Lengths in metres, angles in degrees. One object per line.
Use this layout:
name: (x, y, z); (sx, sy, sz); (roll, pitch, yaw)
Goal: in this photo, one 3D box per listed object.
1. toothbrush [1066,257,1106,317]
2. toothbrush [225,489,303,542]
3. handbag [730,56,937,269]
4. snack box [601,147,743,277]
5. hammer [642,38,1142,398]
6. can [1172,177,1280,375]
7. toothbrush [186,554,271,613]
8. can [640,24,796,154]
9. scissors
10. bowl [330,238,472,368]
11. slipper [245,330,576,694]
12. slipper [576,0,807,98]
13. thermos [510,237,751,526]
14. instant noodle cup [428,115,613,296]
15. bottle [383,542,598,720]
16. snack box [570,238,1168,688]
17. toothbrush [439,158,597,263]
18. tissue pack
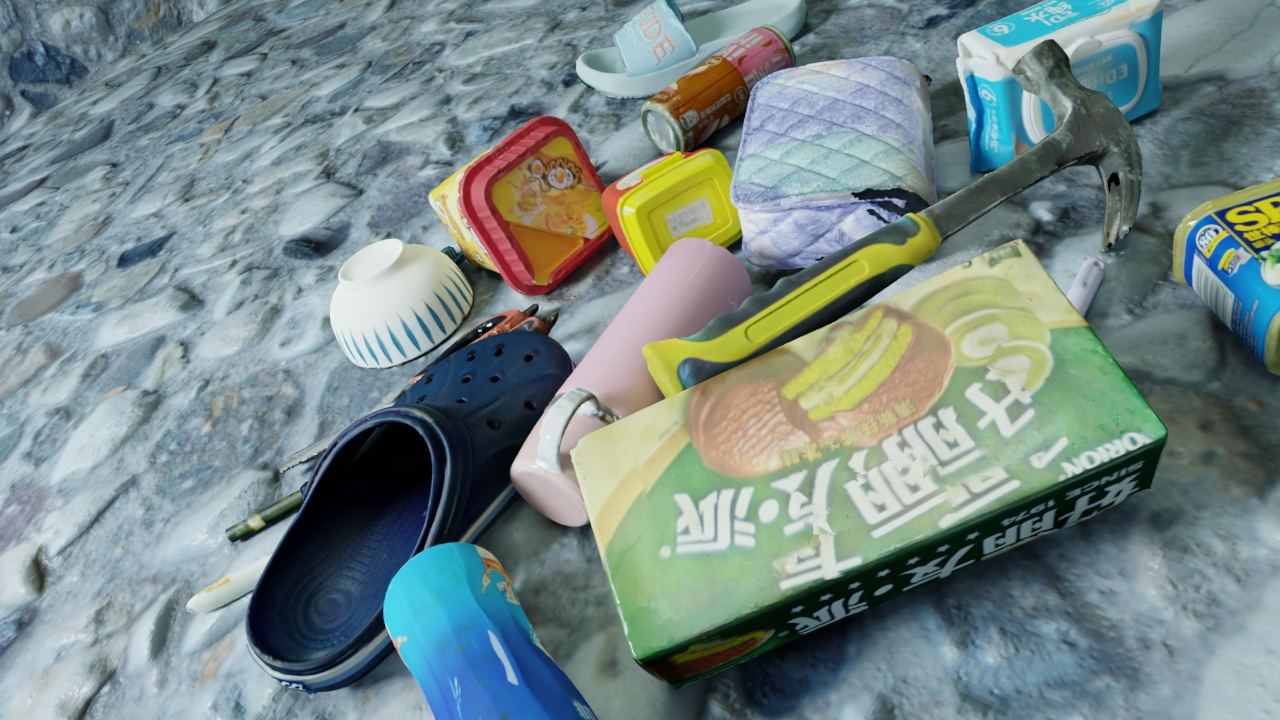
toothbrush: (0.213, 0.004, 0.486); (0.029, 0.021, 0.188); (37, 59, 8)
toothbrush: (-0.200, 0.072, 0.631); (0.185, 0.017, 0.012); (-29, 25, -7)
handbag: (0.141, -0.142, 0.657); (0.134, 0.076, 0.193); (-3, 43, 19)
snack box: (0.021, -0.114, 0.686); (0.091, 0.082, 0.080); (-30, 28, -9)
hammer: (0.150, -0.064, 0.528); (0.323, 0.032, 0.126); (-31, 77, -10)
can: (0.334, -0.046, 0.448); (0.102, 0.057, 0.083); (-18, 40, 9)
toothbrush: (-0.202, 0.111, 0.588); (0.191, 0.016, 0.018); (-28, 26, -5)
can: (0.071, -0.244, 0.829); (0.147, 0.058, 0.058); (-39, 39, -18)
scissors: (-0.162, 0.018, 0.669); (0.206, 0.015, 0.196); (-13, 28, 35)
bowl: (-0.203, -0.056, 0.746); (0.116, 0.066, 0.116); (-15, 38, 12)
slipper: (-0.135, 0.065, 0.530); (0.105, 0.095, 0.252); (23, 59, 22)
slipper: (0.048, -0.336, 0.942); (0.245, 0.074, 0.103); (-16, 39, 9)
thermos: (-0.003, 0.003, 0.550); (0.067, 0.087, 0.198); (22, 53, 21)
instant noodle cup: (-0.102, -0.125, 0.747); (0.115, 0.116, 0.124); (-43, 30, -23)
bottle: (-0.053, 0.164, 0.399); (0.065, 0.065, 0.219); (-34, 38, -12)
snack box: (0.095, 0.049, 0.423); (0.240, 0.063, 0.114); (-24, 55, 6)
toothbrush: (-0.114, -0.135, 0.833); (0.191, 0.018, 0.016); (-38, 39, -17)
tissue pack: (0.284, -0.192, 0.624); (0.140, 0.090, 0.063); (-22, 37, 2)
